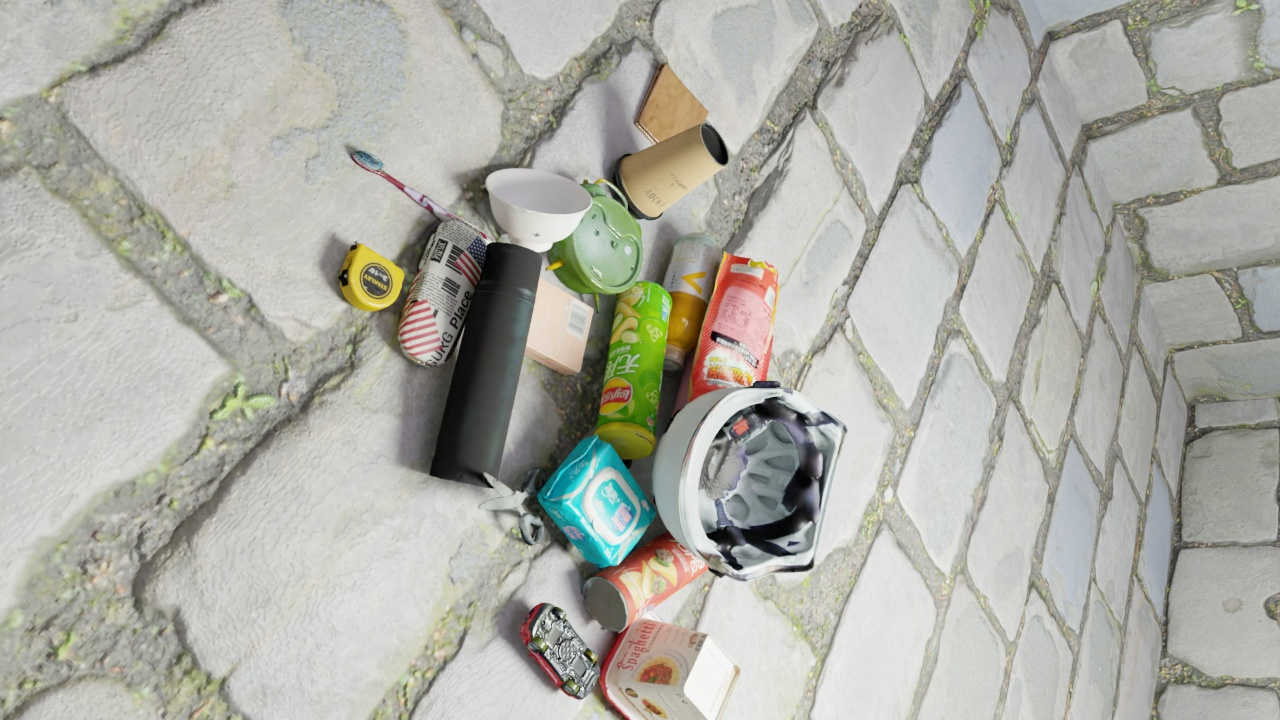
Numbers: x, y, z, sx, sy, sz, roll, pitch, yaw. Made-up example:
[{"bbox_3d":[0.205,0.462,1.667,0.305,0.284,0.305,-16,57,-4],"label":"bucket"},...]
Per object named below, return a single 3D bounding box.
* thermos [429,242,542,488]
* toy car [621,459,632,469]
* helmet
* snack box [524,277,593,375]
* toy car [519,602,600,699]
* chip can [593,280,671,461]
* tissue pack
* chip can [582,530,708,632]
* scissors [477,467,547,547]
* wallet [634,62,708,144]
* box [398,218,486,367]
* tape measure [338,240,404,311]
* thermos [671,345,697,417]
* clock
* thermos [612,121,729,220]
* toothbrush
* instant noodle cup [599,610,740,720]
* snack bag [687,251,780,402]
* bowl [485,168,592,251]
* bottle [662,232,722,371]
[{"bbox_3d":[-0.148,0.007,0.938,0.090,0.068,0.242,35,66,-69],"label":"thermos"},{"bbox_3d":[-0.041,0.153,1.074,0.056,0.037,0.122,2,89,-40],"label":"toy car"},{"bbox_3d":[0.107,0.131,1.076,0.258,0.146,0.229,10,90,-35],"label":"helmet"},{"bbox_3d":[-0.122,-0.050,1.031,0.157,0.026,0.084,29,63,-40],"label":"snack box"},{"bbox_3d":[-0.089,0.312,0.985,0.052,0.045,0.120,-52,125,-41],"label":"toy car"},{"bbox_3d":[-0.006,0.006,1.086,0.072,0.073,0.220,37,47,-37],"label":"chip can"},{"bbox_3d":[-0.048,0.155,1.009,0.093,0.050,0.133,-51,123,-29],"label":"tissue pack"},{"bbox_3d":[0.027,0.247,1.103,0.216,0.073,0.073,-20,97,-47],"label":"chip can"},{"bbox_3d":[-0.128,0.141,0.946,0.162,0.014,0.165,-69,154,-53],"label":"scissors"},{"bbox_3d":[0.044,-0.337,1.270,0.101,0.020,0.115,39,59,-34],"label":"wallet"},{"bbox_3d":[-0.205,-0.070,0.943,0.068,0.052,0.164,47,52,-48],"label":"box"},{"bbox_3d":[-0.262,-0.076,0.886,0.060,0.029,0.057,33,59,-38],"label":"tape measure"},{"bbox_3d":[0.088,0.031,1.220,0.087,0.067,0.198,70,32,-57],"label":"thermos"},{"bbox_3d":[-0.051,-0.148,1.105,0.116,0.056,0.160,40,56,-35],"label":"clock"},{"bbox_3d":[0.037,-0.241,1.162,0.093,0.144,0.093,30,48,-42],"label":"thermos"},{"bbox_3d":[-0.218,-0.165,0.957,0.187,0.017,0.016,33,61,-38],"label":"toothbrush"},{"bbox_3d":[0.036,0.360,1.052,0.116,0.124,0.116,53,49,-26],"label":"instant noodle cup"},{"bbox_3d":[0.125,-0.027,1.176,0.128,0.073,0.207,25,69,-34],"label":"snack bag"},{"bbox_3d":[-0.117,-0.160,1.020,0.118,0.118,0.065,-26,140,-46],"label":"bowl"},{"bbox_3d":[0.058,-0.076,1.198,0.068,0.068,0.189,36,58,-37],"label":"bottle"}]
